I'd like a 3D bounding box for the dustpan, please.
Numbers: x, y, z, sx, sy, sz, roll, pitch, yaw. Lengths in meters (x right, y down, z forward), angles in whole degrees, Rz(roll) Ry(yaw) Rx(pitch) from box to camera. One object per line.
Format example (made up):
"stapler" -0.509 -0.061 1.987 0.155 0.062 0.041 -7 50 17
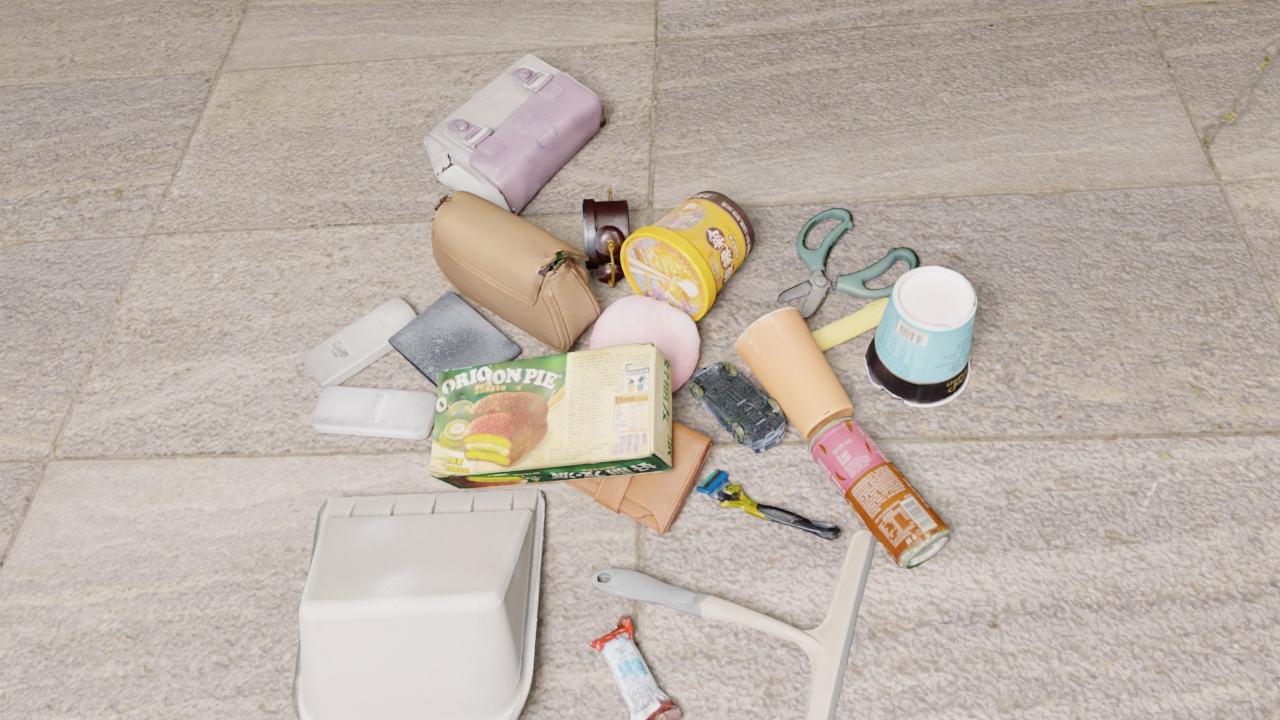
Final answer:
"dustpan" -0.199 0.237 0.827 0.222 0.143 0.257 -2 16 -3

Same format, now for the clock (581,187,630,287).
"clock" -0.039 -0.139 1.063 0.055 0.082 0.121 -3 49 -3

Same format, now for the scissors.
"scissors" 0.240 -0.102 1.042 0.177 0.019 0.174 17 58 17

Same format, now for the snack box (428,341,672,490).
"snack box" -0.088 0.058 0.901 0.240 0.063 0.114 -8 66 20

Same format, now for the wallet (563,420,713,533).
"wallet" -0.008 0.098 0.911 0.132 0.031 0.107 25 80 22

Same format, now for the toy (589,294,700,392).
"toy" -0.006 0.006 0.978 0.121 0.054 0.159 18 72 18

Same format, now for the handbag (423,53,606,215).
"handbag" -0.158 -0.291 1.179 0.145 0.099 0.196 33 66 20

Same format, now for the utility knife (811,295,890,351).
"utility knife" 0.209 -0.031 0.997 0.175 0.019 0.031 -22 53 -9

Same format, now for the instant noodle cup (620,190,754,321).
"instant noodle cup" 0.058 -0.121 1.024 0.118 0.119 0.114 30 56 24

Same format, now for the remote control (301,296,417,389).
"remote control" -0.319 -0.021 1.056 0.135 0.019 0.056 -36 59 -17

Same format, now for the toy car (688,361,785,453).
"toy car" 0.099 0.047 0.948 0.054 0.037 0.120 -33 48 -14

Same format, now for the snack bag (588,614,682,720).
"snack bag" -0.007 0.278 0.809 0.045 0.026 0.105 -26 58 -11

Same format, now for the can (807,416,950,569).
"can" 0.223 0.123 0.866 0.058 0.058 0.147 -28 57 -12

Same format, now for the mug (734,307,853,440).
"mug" 0.161 0.016 0.937 0.078 0.078 0.122 -26 66 -11

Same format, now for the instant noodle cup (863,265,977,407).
"instant noodle cup" 0.288 -0.030 0.924 0.111 0.121 0.111 -3 56 5

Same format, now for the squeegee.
"squeegee" 0.068 0.226 0.828 0.247 0.039 0.245 14 59 16

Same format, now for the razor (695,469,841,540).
"razor" 0.125 0.144 0.883 0.143 0.022 0.042 19 31 25

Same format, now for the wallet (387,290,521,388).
"wallet" -0.209 -0.016 1.032 0.121 0.019 0.097 39 66 18

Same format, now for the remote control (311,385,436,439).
"remote control" -0.289 0.057 0.999 0.136 0.020 0.055 3 55 10

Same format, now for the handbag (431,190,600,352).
"handbag" -0.137 -0.104 1.012 0.204 0.148 0.099 31 66 20
